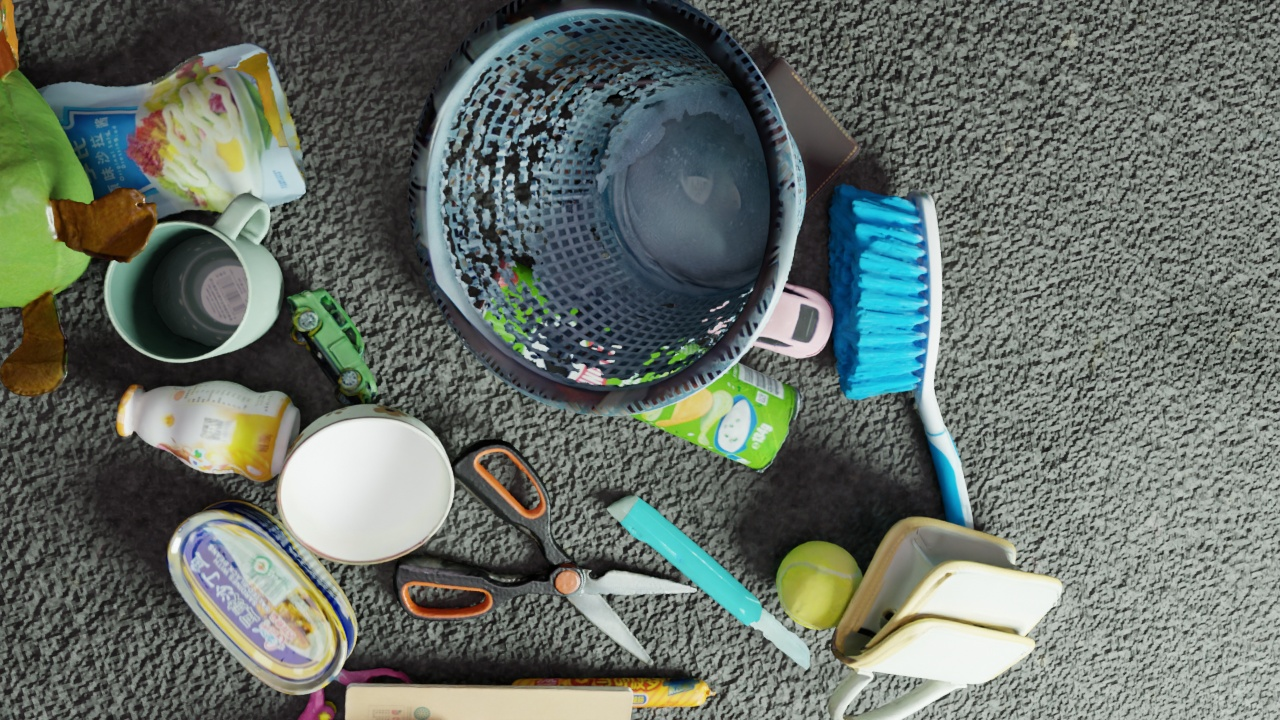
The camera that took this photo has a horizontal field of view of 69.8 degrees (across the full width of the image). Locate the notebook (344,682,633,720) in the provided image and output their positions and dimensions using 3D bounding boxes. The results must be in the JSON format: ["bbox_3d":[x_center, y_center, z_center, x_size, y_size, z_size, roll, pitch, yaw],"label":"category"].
[{"bbox_3d":[-0.115,0.308,0.687,0.207,0.008,0.148,4,105,-9],"label":"notebook"}]

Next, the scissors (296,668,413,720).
[{"bbox_3d":[-0.224,0.231,0.671,0.128,0.017,0.133,-4,93,-7],"label":"scissors"}]

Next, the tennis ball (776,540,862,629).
[{"bbox_3d":[0.136,0.170,0.697,0.065,0.065,0.065,-1,95,-9],"label":"tennis ball"}]

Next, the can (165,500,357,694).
[{"bbox_3d":[-0.259,0.162,0.634,0.074,0.049,0.148,-40,95,-8],"label":"can"}]

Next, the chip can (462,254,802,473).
[{"bbox_3d":[-0.004,0.004,0.656,0.236,0.072,0.072,24,91,-11],"label":"chip can"}]

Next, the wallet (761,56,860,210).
[{"bbox_3d":[0.094,-0.148,0.684,0.096,0.020,0.122,44,86,-15],"label":"wallet"}]

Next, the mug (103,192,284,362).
[{"bbox_3d":[-0.272,-0.057,0.589,0.082,0.106,0.111,31,90,-10],"label":"mug"}]

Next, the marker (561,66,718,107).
[{"bbox_3d":[0.009,-0.199,0.665,0.132,0.020,0.022,-6,113,-8],"label":"marker"}]

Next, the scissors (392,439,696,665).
[{"bbox_3d":[-0.078,0.157,0.687,0.222,0.021,0.221,-24,104,-4],"label":"scissors"}]

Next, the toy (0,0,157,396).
[{"bbox_3d":[-0.380,-0.107,0.534,0.246,0.089,0.227,48,117,18],"label":"toy"}]

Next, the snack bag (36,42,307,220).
[{"bbox_3d":[-0.328,-0.139,0.609,0.191,0.039,0.110,-14,103,-4],"label":"snack bag"}]

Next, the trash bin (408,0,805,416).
[{"bbox_3d":[0.008,-0.098,0.565,0.227,0.194,0.227,5,103,23],"label":"trash bin"}]

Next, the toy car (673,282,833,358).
[{"bbox_3d":[0.085,-0.038,0.684,0.122,0.037,0.056,15,91,-9],"label":"toy car"}]

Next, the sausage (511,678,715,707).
[{"bbox_3d":[-0.023,0.254,0.701,0.165,0.021,0.021,3,95,-10],"label":"sausage"}]

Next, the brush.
[{"bbox_3d":[0.205,0.022,0.703,0.109,0.060,0.314,-5,99,-12],"label":"brush"}]

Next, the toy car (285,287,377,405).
[{"bbox_3d":[-0.212,-0.008,0.635,0.036,0.043,0.091,-32,92,-28],"label":"toy car"}]

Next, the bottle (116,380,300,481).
[{"bbox_3d":[-0.289,0.044,0.618,0.108,0.063,0.063,13,93,-10],"label":"bottle"}]

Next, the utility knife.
[{"bbox_3d":[0.057,0.172,0.709,0.209,0.013,0.029,42,61,-9],"label":"utility knife"}]

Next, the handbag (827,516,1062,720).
[{"bbox_3d":[0.219,0.215,0.690,0.163,0.063,0.179,18,105,-33],"label":"handbag"}]

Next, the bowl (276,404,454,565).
[{"bbox_3d":[-0.189,0.076,0.630,0.113,0.062,0.114,-8,117,-16],"label":"bowl"}]
